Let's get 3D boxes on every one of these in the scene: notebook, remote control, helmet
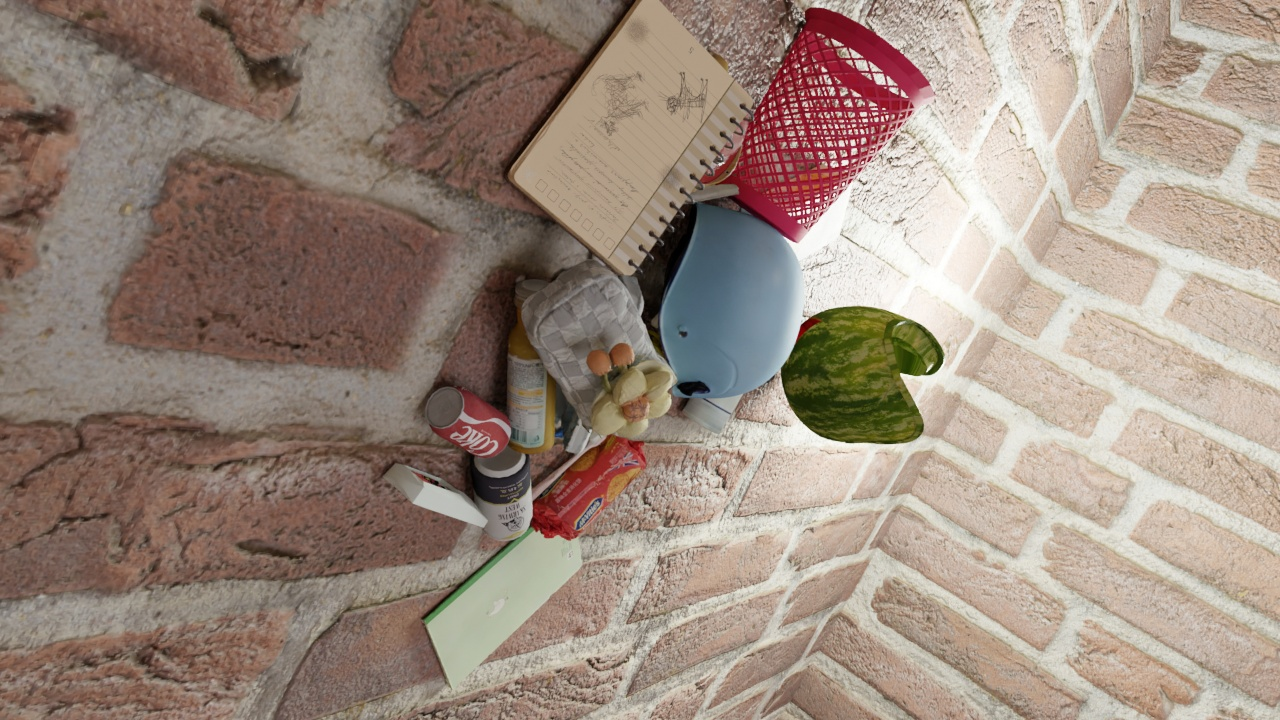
[{"bbox_3d":[-0.001,-0.212,0.880,0.167,0.024,0.225,39,83,-26],"label":"notebook"},{"bbox_3d":[-0.209,0.139,0.958,0.024,0.049,0.143,-55,151,-5],"label":"remote control"},{"bbox_3d":[0.350,0.024,1.520,0.243,0.248,0.212,45,51,-21],"label":"helmet"},{"bbox_3d":[-0.172,0.304,1.216,0.251,0.010,0.182,-39,146,-31],"label":"notebook"},{"bbox_3d":[0.111,-0.056,1.121,0.266,0.167,0.224,88,20,-58],"label":"helmet"}]

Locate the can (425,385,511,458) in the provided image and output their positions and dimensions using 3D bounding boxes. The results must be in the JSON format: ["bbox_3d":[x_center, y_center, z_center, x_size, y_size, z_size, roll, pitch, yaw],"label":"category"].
[{"bbox_3d":[-0.175,0.063,0.934,0.054,0.054,0.096,-55,151,-6],"label":"can"}]

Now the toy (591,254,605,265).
[{"bbox_3d":[-0.001,-0.151,1.003,0.125,0.037,0.076,-30,150,-22],"label":"toy"}]

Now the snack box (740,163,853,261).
[{"bbox_3d":[0.214,-0.195,1.283,0.207,0.057,0.104,-32,141,-40],"label":"snack box"}]

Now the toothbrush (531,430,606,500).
[{"bbox_3d":[-0.111,0.144,1.136,0.181,0.016,0.018,-41,147,-19],"label":"toothbrush"}]

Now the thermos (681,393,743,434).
[{"bbox_3d":[0.145,-0.003,1.353,0.230,0.068,0.068,-59,151,2],"label":"thermos"}]

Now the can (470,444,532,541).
[{"bbox_3d":[-0.155,0.150,1.037,0.064,0.064,0.128,-35,144,-35],"label":"can"}]

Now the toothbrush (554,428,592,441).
[{"bbox_3d":[-0.091,0.091,1.134,0.021,0.017,0.135,-60,154,11],"label":"toothbrush"}]

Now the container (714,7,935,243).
[{"bbox_3d":[0.205,-0.269,1.099,0.226,0.183,0.183,-54,152,9],"label":"container"}]

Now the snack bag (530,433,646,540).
[{"bbox_3d":[-0.068,0.164,1.176,0.176,0.082,0.082,-43,147,-24],"label":"snack bag"}]

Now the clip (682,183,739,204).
[{"bbox_3d":[0.060,-0.199,1.053,0.038,0.102,0.054,70,13,-60],"label":"clip"}]

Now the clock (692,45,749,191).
[{"bbox_3d":[0.061,-0.257,0.963,0.117,0.081,0.159,-49,150,-17],"label":"clock"}]

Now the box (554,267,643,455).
[{"bbox_3d":[-0.085,-0.008,1.033,0.107,0.110,0.217,-101,-148,-67],"label":"box"}]

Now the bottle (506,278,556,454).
[{"bbox_3d":[-0.114,0.007,0.965,0.053,0.053,0.186,-25,128,-45],"label":"bottle"}]

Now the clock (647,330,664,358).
[{"bbox_3d":[-0.007,0.007,1.124,0.118,0.057,0.083,-21,115,-54],"label":"clock"}]

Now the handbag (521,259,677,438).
[{"bbox_3d":[-0.036,-0.005,0.902,0.112,0.123,0.171,-33,125,-4],"label":"handbag"}]
